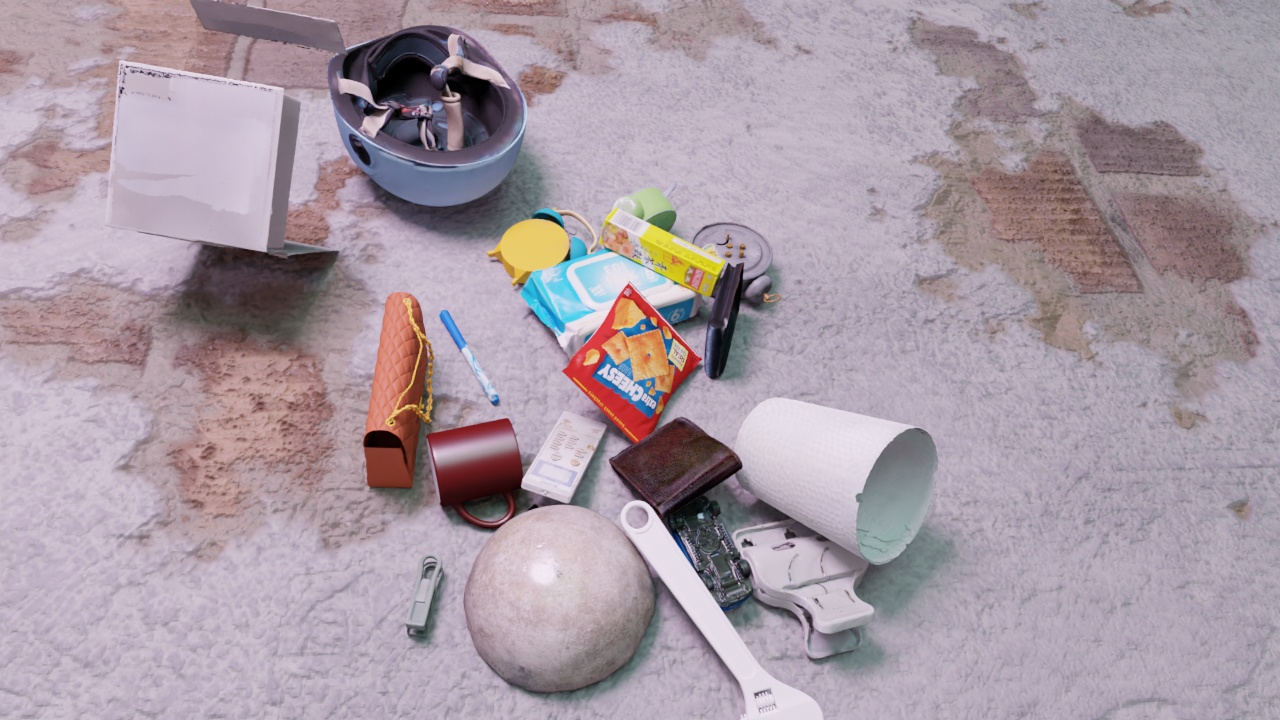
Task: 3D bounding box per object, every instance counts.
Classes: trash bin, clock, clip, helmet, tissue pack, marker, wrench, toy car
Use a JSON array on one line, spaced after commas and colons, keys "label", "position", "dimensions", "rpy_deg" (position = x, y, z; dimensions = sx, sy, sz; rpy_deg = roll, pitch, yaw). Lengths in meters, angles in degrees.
[{"label": "trash bin", "position": [0.185, 0.107, 0.903], "dimensions": [0.133, 0.133, 0.161], "rpy_deg": [-36, 35, -30]}, {"label": "clock", "position": [-0.118, -0.141, 1.136], "dimensions": [0.129, 0.044, 0.099], "rpy_deg": [-30, 62, -19]}, {"label": "clip", "position": [-0.201, 0.216, 0.853], "dimensions": [0.023, 0.045, 0.076], "rpy_deg": [9, 50, -4]}, {"label": "helmet", "position": [-0.257, -0.291, 1.150], "dimensions": [0.225, 0.167, 0.265], "rpy_deg": [-29, 60, -24]}, {"label": "clock", "position": [-0.003, -0.174, 1.146], "dimensions": [0.119, 0.095, 0.042], "rpy_deg": [-24, 69, -31]}, {"label": "tissue pack", "position": [-0.024, -0.079, 1.087], "dimensions": [0.209, 0.066, 0.117], "rpy_deg": [-20, 58, -25]}, {"label": "clip", "position": [0.168, 0.211, 0.894], "dimensions": [0.124, 0.075, 0.144], "rpy_deg": [-10, 44, -12]}, {"label": "clock", "position": [0.119, -0.117, 1.140], "dimensions": [0.103, 0.056, 0.148], "rpy_deg": [-30, 60, -27]}, {"label": "marker", "position": [-0.193, -0.005, 1.036], "dimensions": [0.013, 0.013, 0.142], "rpy_deg": [-22, 58, -23]}, {"label": "wrench", "position": [0.068, 0.242, 0.840], "dimensions": [0.066, 0.018, 0.273], "rpy_deg": [-34, 74, -10]}, {"label": "toy car", "position": [0.065, 0.190, 0.900], "dimensions": [0.056, 0.044, 0.120], "rpy_deg": [-15, 58, -19]}]

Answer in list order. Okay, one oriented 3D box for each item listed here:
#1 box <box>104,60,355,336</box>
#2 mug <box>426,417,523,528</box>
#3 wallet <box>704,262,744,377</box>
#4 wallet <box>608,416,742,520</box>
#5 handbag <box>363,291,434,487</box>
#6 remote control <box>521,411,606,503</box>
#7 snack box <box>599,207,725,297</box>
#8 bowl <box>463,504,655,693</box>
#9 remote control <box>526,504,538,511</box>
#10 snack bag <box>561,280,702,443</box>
[{"label": "box", "position": [-0.445, -0.155, 1.039], "dimensions": [0.167, 0.381, 0.171], "rpy_deg": [10, 68, 0]}, {"label": "mug", "position": [-0.162, 0.117, 0.916], "dimensions": [0.082, 0.073, 0.105], "rpy_deg": [-11, 84, -16]}, {"label": "wallet", "position": [0.095, -0.049, 1.062], "dimensions": [0.026, 0.089, 0.114], "rpy_deg": [12, 50, 9]}, {"label": "wallet", "position": [0.034, 0.107, 0.936], "dimensions": [0.099, 0.031, 0.120], "rpy_deg": [-30, 31, -16]}, {"label": "handbag", "position": [-0.244, 0.029, 0.940], "dimensions": [0.060, 0.109, 0.171], "rpy_deg": [2, 52, -7]}, {"label": "remote control", "position": [-0.076, 0.096, 0.944], "dimensions": [0.050, 0.011, 0.135], "rpy_deg": [18, 31, 6]}, {"label": "snack box", "position": [0.025, -0.126, 1.066], "dimensions": [0.148, 0.040, 0.028], "rpy_deg": [27, 50, 8]}, {"label": "bowl", "position": [-0.076, 0.203, 0.838], "dimensions": [0.178, 0.081, 0.178], "rpy_deg": [1, 55, -1]}, {"label": "remote control", "position": [-0.064, 0.194, 0.901], "dimensions": [0.140, 0.009, 0.030], "rpy_deg": [36, 56, 19]}, {"label": "snack bag", "position": [-0.006, 0.006, 1.009], "dimensions": [0.131, 0.039, 0.143], "rpy_deg": [46, 56, -18]}]
